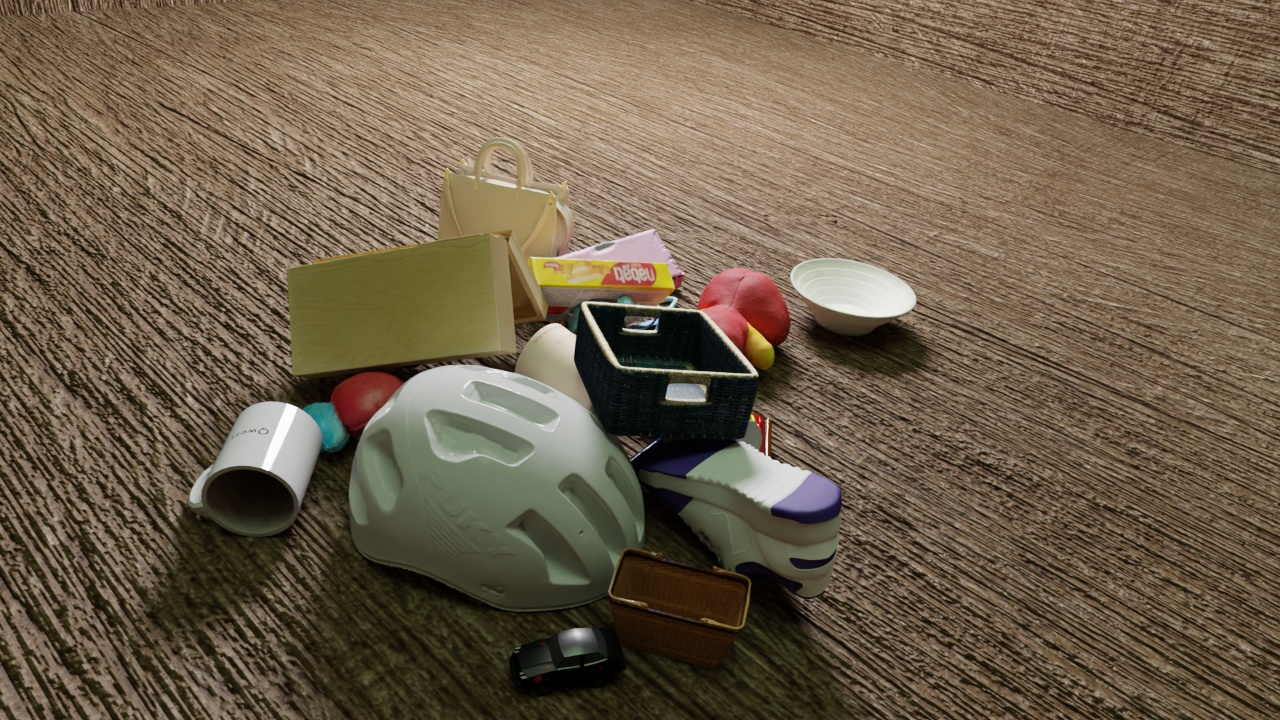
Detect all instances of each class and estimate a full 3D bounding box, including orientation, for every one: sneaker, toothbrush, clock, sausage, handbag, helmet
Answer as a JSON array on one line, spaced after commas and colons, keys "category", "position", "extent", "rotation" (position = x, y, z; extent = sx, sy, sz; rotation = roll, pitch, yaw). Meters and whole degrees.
[{"category": "sneaker", "position": [0.090, 0.148, 0.862], "extent": [0.091, 0.111, 0.244], "rotation": [-20, 21, -33]}, {"category": "toothbrush", "position": [0.035, 0.079, 1.030], "extent": [0.017, 0.016, 0.189], "rotation": [18, 33, 30]}, {"category": "clock", "position": [-0.037, -0.044, 1.152], "extent": [0.123, 0.088, 0.042], "rotation": [-6, 62, -18]}, {"category": "sausage", "position": [0.119, 0.107, 0.979], "extent": [0.040, 0.040, 0.155], "rotation": [10, 32, 3]}, {"category": "handbag", "position": [-0.186, -0.210, 1.274], "extent": [0.195, 0.198, 0.101], "rotation": [15, 32, 12]}, {"category": "helmet", "position": [-0.125, 0.118, 0.858], "extent": [0.282, 0.184, 0.223], "rotation": [31, 38, -1]}]

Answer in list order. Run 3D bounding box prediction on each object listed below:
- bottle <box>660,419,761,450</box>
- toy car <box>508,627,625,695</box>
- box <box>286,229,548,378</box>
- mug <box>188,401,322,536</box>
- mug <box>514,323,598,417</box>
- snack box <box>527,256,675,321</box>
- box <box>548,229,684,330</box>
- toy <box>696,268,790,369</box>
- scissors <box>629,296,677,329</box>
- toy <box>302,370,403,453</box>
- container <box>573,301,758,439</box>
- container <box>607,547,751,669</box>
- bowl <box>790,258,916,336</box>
[{"category": "bottle", "position": [0.073, 0.077, 0.968], "extent": [0.060, 0.060, 0.109], "rotation": [-20, 17, -36]}, {"category": "toy car", "position": [-0.058, 0.237, 0.735], "extent": [0.091, 0.036, 0.042], "rotation": [-3, 33, -16]}, {"category": "box", "position": [-0.251, -0.067, 1.021], "extent": [0.249, 0.142, 0.178], "rotation": [-6, 15, 14]}, {"category": "mug", "position": [-0.365, 0.106, 0.854], "extent": [0.120, 0.083, 0.096], "rotation": [-21, 32, 9]}, {"category": "mug", "position": [-0.070, 0.022, 1.050], "extent": [0.104, 0.085, 0.111], "rotation": [36, 12, 26]}, {"category": "snack box", "position": [-0.063, -0.087, 1.152], "extent": [0.200, 0.092, 0.042], "rotation": [-2, 65, -32]}, {"category": "box", "position": [-0.044, -0.120, 1.271], "extent": [0.232, 0.080, 0.099], "rotation": [-22, 42, -39]}, {"category": "toy", "position": [0.115, -0.045, 1.175], "extent": [0.147, 0.099, 0.215], "rotation": [28, 42, 17]}, {"category": "scissors", "position": [0.030, -0.062, 1.256], "extent": [0.130, 0.018, 0.109], "rotation": [-14, 33, -30]}, {"category": "toy", "position": [-0.303, 0.056, 0.959], "extent": [0.132, 0.062, 0.092], "rotation": [-33, 27, -23]}, {"category": "container", "position": [0.018, 0.008, 0.927], "extent": [0.145, 0.071, 0.187], "rotation": [3, 22, -16]}, {"category": "container", "position": [0.030, 0.211, 0.772], "extent": [0.114, 0.061, 0.063], "rotation": [12, 32, 8]}, {"category": "bowl", "position": [0.294, -0.080, 1.298], "extent": [0.176, 0.058, 0.176], "rotation": [6, 32, -4]}]
